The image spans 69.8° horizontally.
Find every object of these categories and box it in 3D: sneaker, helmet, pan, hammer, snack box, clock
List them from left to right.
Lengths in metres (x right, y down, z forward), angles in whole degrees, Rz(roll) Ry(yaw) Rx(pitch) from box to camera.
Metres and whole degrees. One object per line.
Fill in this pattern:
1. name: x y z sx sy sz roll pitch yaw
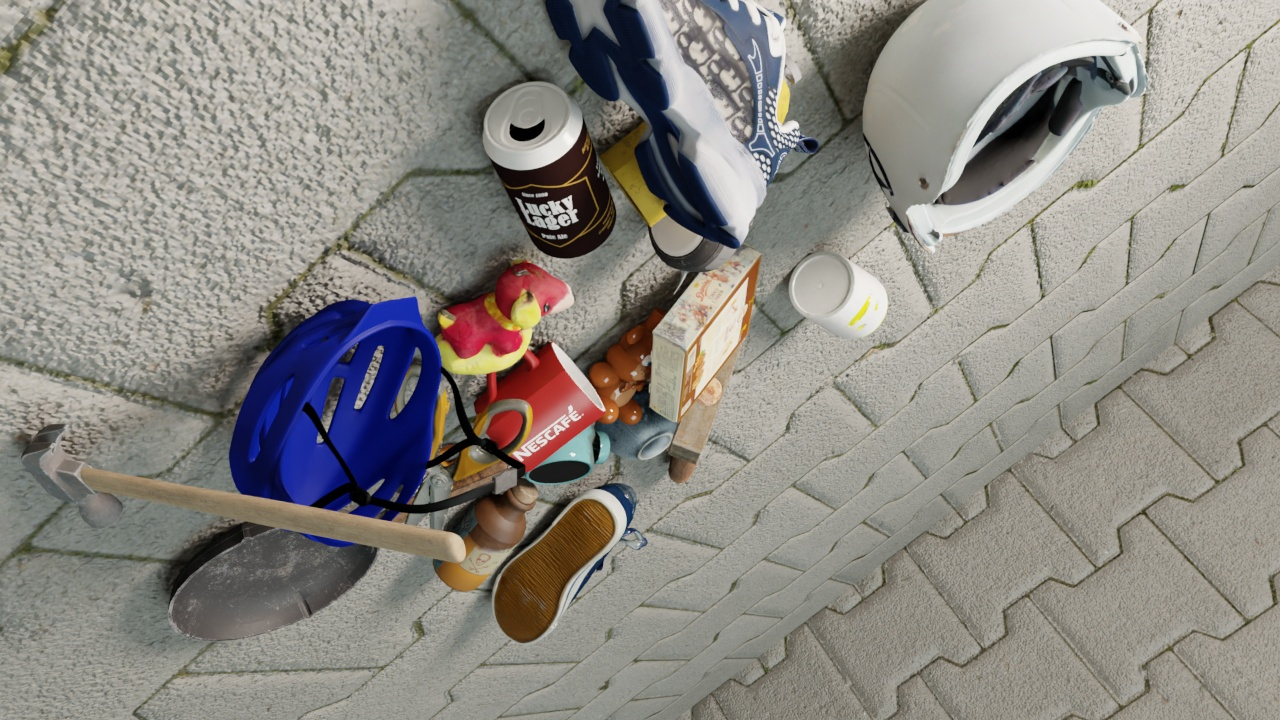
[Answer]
1. hammer: -0.277 0.104 0.629 0.119 0.331 0.030 81 23 -51
2. pan: -0.294 0.176 0.931 0.356 0.040 0.208 -25 150 -18
3. helmet: -0.194 0.071 0.684 0.147 0.228 0.242 -19 137 -54
4. clock: -0.084 0.103 1.012 0.090 0.053 0.124 -23 151 26
5. sneaker: -0.093 0.272 1.250 0.295 0.120 0.127 -53 170 25
6. hammer: 0.066 0.088 1.136 0.301 0.037 0.157 100 12 -65
7. clock: 0.048 -0.125 0.782 0.043 0.091 0.123 -2 143 -45
8. sneaker: 0.040 -0.210 0.614 0.132 0.103 0.269 -44 130 -12
9. snack box: 0.065 -0.029 0.943 0.146 0.041 0.143 -51 160 -27
10. helmet: 0.298 -0.230 0.817 0.237 0.163 0.263 -39 158 16

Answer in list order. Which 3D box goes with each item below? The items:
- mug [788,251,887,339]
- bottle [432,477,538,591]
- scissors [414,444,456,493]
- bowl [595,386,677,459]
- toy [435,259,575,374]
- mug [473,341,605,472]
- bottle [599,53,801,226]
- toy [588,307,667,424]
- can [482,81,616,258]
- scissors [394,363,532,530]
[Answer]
1. mug: 0.229 -0.074 1.062 0.083 0.082 0.106 -45 149 18
2. bottle: -0.172 0.195 1.060 0.067 0.068 0.157 8 130 -52
3. scissors: -0.207 0.132 0.985 0.084 0.012 0.133 -31 150 -5
4. bowl: 0.004 0.082 1.090 0.110 0.055 0.110 -26 151 -16
5. toy: -0.126 -0.034 0.781 0.105 0.067 0.138 3 146 -45
6. mug: -0.107 0.035 0.884 0.096 0.080 0.116 -38 123 4
7. bottle: 0.053 -0.183 0.726 0.164 0.071 0.071 -37 152 3
8. toy: -0.006 0.006 0.957 0.128 0.065 0.094 -54 156 22
9. can: -0.064 -0.135 0.670 0.072 0.072 0.129 -32 151 -5
10. scissors: -0.194 0.093 0.859 0.166 0.016 0.226 32 121 -15
